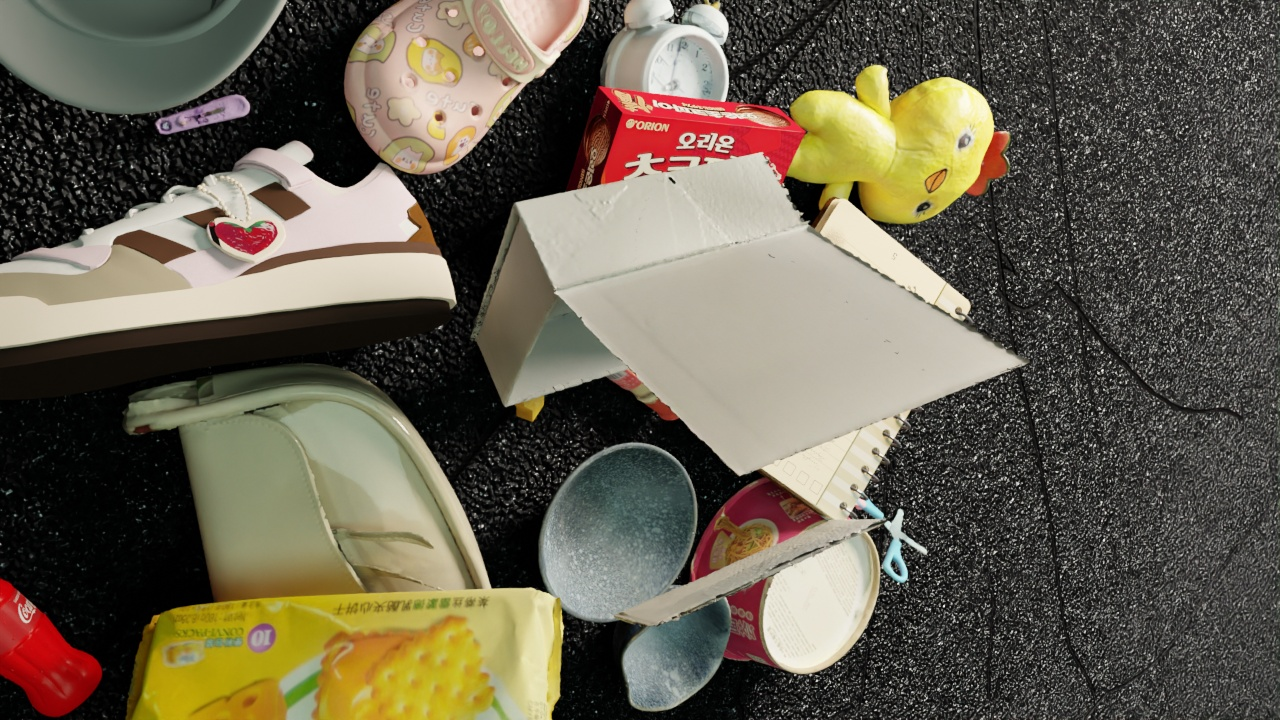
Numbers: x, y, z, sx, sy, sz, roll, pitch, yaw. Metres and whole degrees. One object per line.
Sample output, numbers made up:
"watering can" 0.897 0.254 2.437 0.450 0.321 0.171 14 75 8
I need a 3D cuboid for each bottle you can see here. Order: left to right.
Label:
"bottle" -0.349 0.145 0.500 0.036 0.036 0.119 -40 118 -20
"bottle" -0.004 0.004 0.694 0.109 0.044 0.044 36 80 -33

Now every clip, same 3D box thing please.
"clip" -0.246 -0.138 0.515 0.051 0.032 0.013 -26 114 -24

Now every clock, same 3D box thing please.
"clock" 0.020 -0.214 0.652 0.083 0.057 0.118 -3 109 -33

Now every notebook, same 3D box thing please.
"notebook" 0.165 0.002 0.753 0.167 0.024 0.225 36 81 -15

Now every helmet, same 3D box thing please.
"helmet" -0.232 -0.249 0.452 0.183 0.117 0.271 2 94 -3

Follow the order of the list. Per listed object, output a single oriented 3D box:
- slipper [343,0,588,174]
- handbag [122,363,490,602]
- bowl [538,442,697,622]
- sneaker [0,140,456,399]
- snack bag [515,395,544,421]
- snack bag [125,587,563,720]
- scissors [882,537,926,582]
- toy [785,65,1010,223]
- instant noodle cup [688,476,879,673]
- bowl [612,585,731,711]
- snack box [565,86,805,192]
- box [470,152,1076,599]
"slipper" -0.094 -0.200 0.560 0.093 0.082 0.196 49 65 -26
"handbag" -0.186 0.114 0.553 0.183 0.132 0.229 -13 105 -24
"bowl" -0.028 0.122 0.694 0.136 0.057 0.137 -8 104 -32
"sneaker" -0.249 -0.058 0.495 0.293 0.112 0.116 -11 84 -30
"snack bag" -0.080 -0.007 0.651 0.020 0.026 0.099 -6 102 -32
"snack bag" -0.156 0.207 0.481 0.247 0.068 0.159 -2 60 0
"scissors" 0.233 0.164 0.859 0.135 0.129 0.015 31 120 -23
"toy" 0.210 -0.179 0.769 0.207 0.092 0.134 -3 135 -26
"instant noodle cup" 0.136 0.195 0.806 0.178 0.078 0.179 -7 104 -32
"bowl" 0.017 0.224 0.744 0.110 0.055 0.110 -14 115 -34
"snack box" 0.024 -0.117 0.653 0.151 0.036 0.133 -4 132 -33
"box" 0.038 -0.010 0.502 0.166 0.330 0.165 -18 122 -25
